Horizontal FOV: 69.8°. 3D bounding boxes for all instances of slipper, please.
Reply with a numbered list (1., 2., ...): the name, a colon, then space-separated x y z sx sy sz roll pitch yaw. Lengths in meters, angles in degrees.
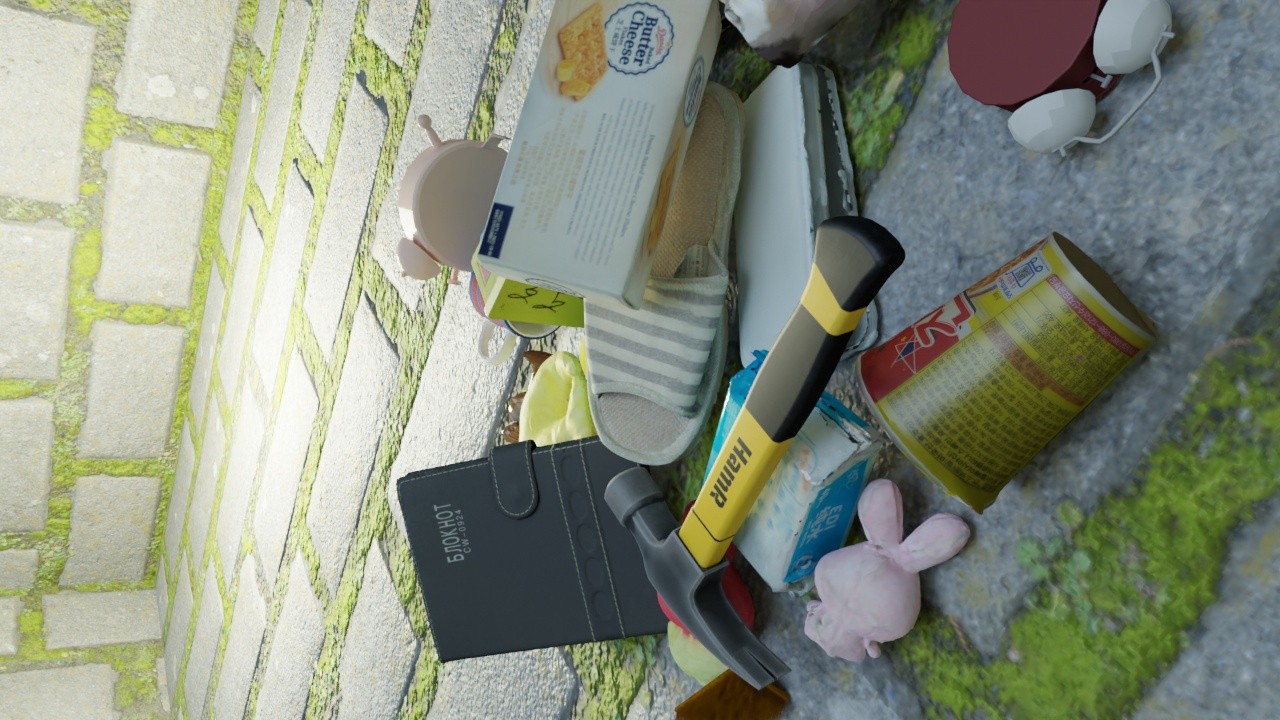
1. slipper: 0.015 -0.062 0.641 0.115 0.054 0.272 9 93 32

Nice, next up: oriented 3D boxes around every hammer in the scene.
1. hammer: 0.064 0.054 0.507 0.170 0.034 0.325 53 144 29

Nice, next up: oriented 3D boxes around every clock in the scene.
1. clock: -0.171 -0.153 0.927 0.086 0.131 0.161 34 114 51
2. clock: 0.208 -0.160 0.462 0.087 0.044 0.124 -56 45 35

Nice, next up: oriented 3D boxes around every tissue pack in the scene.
1. tissue pack: 0.091 0.069 0.563 0.093 0.061 0.145 49 145 37

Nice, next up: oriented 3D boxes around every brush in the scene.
1. brush: 0.049 0.254 0.643 0.127 0.048 0.017 -51 5 39

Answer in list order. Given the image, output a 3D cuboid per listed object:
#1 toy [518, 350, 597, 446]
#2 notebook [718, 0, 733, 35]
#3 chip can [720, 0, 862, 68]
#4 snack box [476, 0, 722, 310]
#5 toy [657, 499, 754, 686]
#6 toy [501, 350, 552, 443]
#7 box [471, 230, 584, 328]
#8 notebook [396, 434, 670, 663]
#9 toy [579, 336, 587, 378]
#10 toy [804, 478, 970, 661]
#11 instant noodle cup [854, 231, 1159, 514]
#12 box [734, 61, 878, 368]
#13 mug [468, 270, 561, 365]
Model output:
1. toy: -0.070 0.079 0.810 0.155 0.064 0.170 -55 42 49
2. notebook: 0.046 -0.321 0.709 0.232 0.019 0.169 -13 72 60
3. chip can: 0.144 -0.266 0.513 0.230 0.079 0.079 -36 57 37
4. snack box: -0.024 -0.145 0.602 0.104 0.057 0.207 15 86 14
5. toy: 0.047 0.167 0.653 0.092 0.045 0.135 6 96 53
6. toy: -0.108 0.044 0.896 0.054 0.041 0.102 -90 20 -48
7. box: -0.044 -0.129 0.755 0.222 0.124 0.079 -57 41 32
8. notebook: -0.084 0.148 0.730 0.209 0.029 0.169 -13 92 12
9. toy: -0.004 0.004 0.739 0.132 0.096 0.124 -33 89 36
10. toy: 0.138 0.123 0.529 0.063 0.047 0.110 37 113 26
11. instant noodle cup: 0.180 -0.002 0.451 0.113 0.100 0.100 -49 48 30
12. box: 0.096 -0.096 0.612 0.118 0.063 0.213 -22 69 55
13. mug: -0.126 -0.049 0.888 0.076 0.075 0.112 25 87 53
